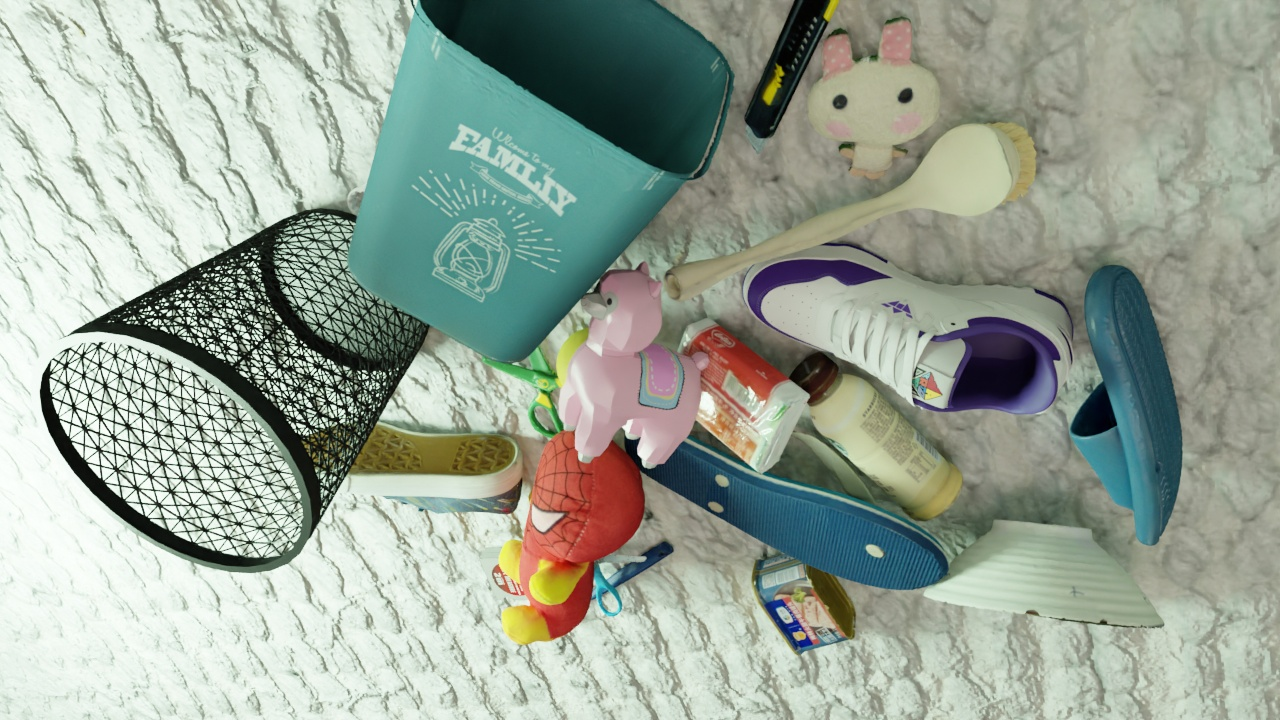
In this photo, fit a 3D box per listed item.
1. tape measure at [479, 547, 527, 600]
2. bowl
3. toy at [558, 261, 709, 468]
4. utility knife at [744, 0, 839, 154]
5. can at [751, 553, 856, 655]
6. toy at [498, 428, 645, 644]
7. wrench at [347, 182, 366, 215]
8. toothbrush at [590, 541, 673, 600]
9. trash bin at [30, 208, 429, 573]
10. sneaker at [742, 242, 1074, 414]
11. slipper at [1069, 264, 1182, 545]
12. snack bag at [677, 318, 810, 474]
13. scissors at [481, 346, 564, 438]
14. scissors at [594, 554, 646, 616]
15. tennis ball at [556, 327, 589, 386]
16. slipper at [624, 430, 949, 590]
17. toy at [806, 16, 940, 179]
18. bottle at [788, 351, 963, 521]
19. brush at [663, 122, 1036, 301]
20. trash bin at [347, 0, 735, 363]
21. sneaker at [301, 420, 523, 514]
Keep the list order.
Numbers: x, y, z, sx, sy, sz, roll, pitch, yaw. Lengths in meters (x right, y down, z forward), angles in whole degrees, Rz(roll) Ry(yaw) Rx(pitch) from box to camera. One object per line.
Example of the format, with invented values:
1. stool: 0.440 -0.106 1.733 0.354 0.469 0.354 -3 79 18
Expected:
1. tape measure: -0.132 0.224 0.966 0.062 0.020 0.060 -6 119 19
2. bowl: 0.324 0.168 0.745 0.177 0.177 0.071 3 81 15
3. toy: -0.004 0.004 0.701 0.123 0.067 0.158 7 119 -29
4. utility knife: 0.108 -0.219 0.619 0.029 0.020 0.175 28 126 7
5. can: 0.154 0.225 0.861 0.059 0.053 0.100 -25 112 27
6. toy: -0.066 0.154 0.839 0.098 0.147 0.217 10 124 -26
7. wrench: -0.158 -0.203 0.714 0.047 0.009 0.274 41 123 -10
8. toothbrush: -0.034 0.235 0.946 0.016 0.017 0.190 43 123 -12
9. trash bin: -0.296 0.004 0.736 0.217 0.242 0.217 9 127 13
10. sneaker: 0.190 -0.013 0.666 0.244 0.110 0.092 11 123 10
11. slipper: 0.349 0.032 0.664 0.059 0.103 0.214 -4 114 43
12. snack bag: 0.075 0.027 0.742 0.116 0.036 0.077 40 130 28
13. scissors: -0.080 0.019 0.828 0.128 0.011 0.126 -6 120 18
14. scissors: -0.054 0.202 0.923 0.133 0.014 0.127 4 112 22
15. tennis ball: -0.038 0.004 0.773 0.065 0.065 0.065 8 123 12
16. slipper: 0.122 0.113 0.793 0.295 0.060 0.118 23 142 19
17. toy: 0.156 -0.171 0.619 0.087 0.050 0.112 2 116 16
18. bottle: 0.188 0.060 0.746 0.162 0.056 0.057 42 123 -11
19. brush: 0.138 -0.097 0.648 0.273 0.077 0.062 -20 79 23
20. trash bin: -0.081 -0.135 0.629 0.196 0.198 0.219 30 131 -11
21. sneaker: -0.225 0.116 0.892 0.236 0.087 0.079 3 127 11
